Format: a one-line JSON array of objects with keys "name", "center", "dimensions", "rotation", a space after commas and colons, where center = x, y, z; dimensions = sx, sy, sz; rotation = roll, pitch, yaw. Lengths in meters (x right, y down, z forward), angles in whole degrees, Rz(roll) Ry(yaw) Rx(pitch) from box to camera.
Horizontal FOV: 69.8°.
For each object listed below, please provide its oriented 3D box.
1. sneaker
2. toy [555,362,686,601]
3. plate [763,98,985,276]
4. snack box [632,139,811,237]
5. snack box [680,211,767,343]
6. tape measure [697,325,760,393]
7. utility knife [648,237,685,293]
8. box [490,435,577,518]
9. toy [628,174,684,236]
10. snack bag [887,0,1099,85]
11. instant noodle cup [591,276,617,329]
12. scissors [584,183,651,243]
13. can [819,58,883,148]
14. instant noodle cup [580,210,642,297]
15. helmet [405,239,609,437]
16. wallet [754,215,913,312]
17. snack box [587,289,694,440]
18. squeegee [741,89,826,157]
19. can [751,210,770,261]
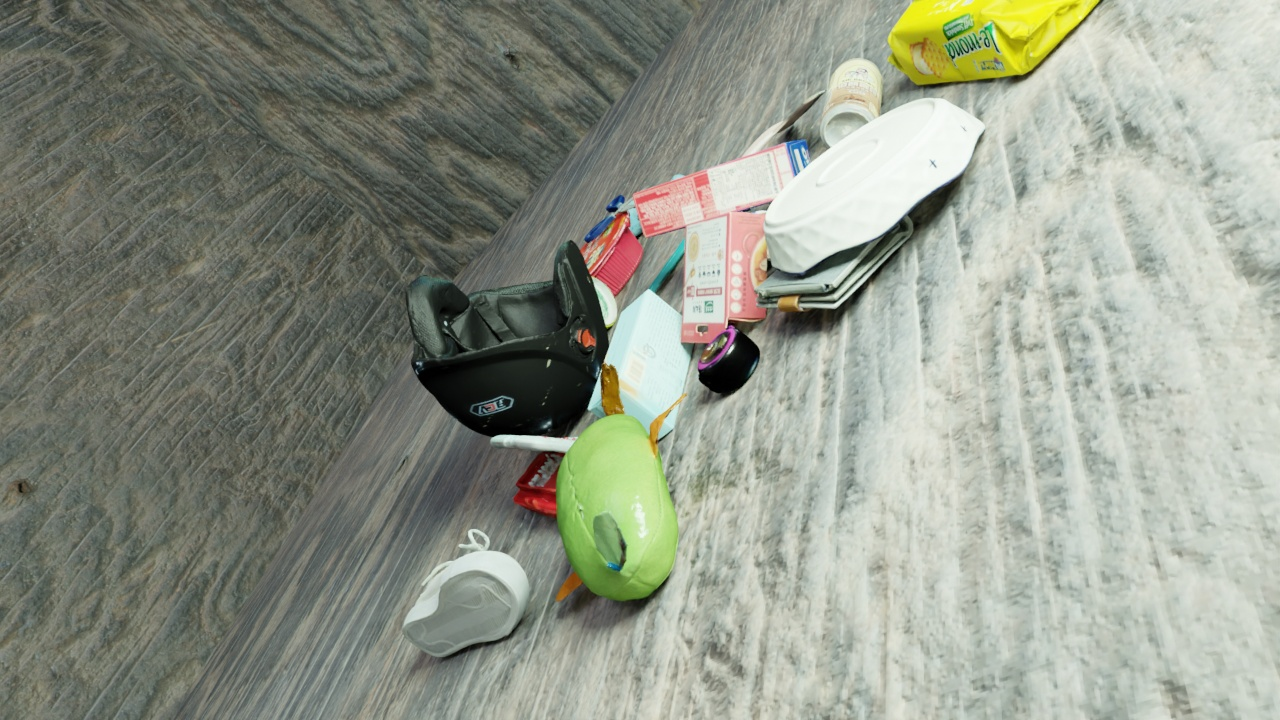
[{"name": "sneaker", "center": [-0.167, 0.232, 0.944], "dimensions": [0.243, 0.089, 0.090], "rotation": [-42, 14, 48]}, {"name": "toy", "center": [-0.023, 0.115, 0.786], "dimensions": [0.227, 0.090, 0.246], "rotation": [-64, 19, 19]}, {"name": "plate", "center": [0.189, -0.155, 0.788], "dimensions": [0.205, 0.045, 0.204], "rotation": [-36, 15, 11]}, {"name": "snack box", "center": [0.093, -0.190, 1.030], "dimensions": [0.208, 0.058, 0.057], "rotation": [-11, 9, 37]}, {"name": "snack box", "center": [0.083, -0.080, 0.926], "dimensions": [0.113, 0.044, 0.127], "rotation": [-172, 84, -70]}, {"name": "tape measure", "center": [0.079, -0.001, 0.842], "dimensions": [0.058, 0.039, 0.056], "rotation": [-33, 25, 46]}, {"name": "utility knife", "center": [0.038, -0.125, 1.242], "dimensions": [0.186, 0.013, 0.029], "rotation": [-55, 15, -15]}, {"name": "box", "center": [-0.110, 0.110, 1.007], "dimensions": [0.095, 0.098, 0.202], "rotation": [-57, 17, -17]}, {"name": "toy", "center": [0.008, -0.248, 1.513], "dimensions": [0.161, 0.050, 0.156], "rotation": [-47, 19, 1]}, {"name": "snack bag", "center": [0.326, -0.333, 0.829], "dimensions": [0.158, 0.068, 0.246], "rotation": [-51, 18, 4]}, {"name": "instant noodle cup", "center": [-0.102, -0.063, 1.338], "dimensions": [0.124, 0.111, 0.111], "rotation": [-29, 27, 35]}, {"name": "scissors", "center": [-0.034, -0.238, 1.444], "dimensions": [0.163, 0.012, 0.162], "rotation": [-40, 20, 26]}, {"name": "can", "center": [0.226, -0.271, 0.976], "dimensions": [0.059, 0.058, 0.116], "rotation": [-37, 22, 40]}, {"name": "instant noodle cup", "center": [-0.061, -0.145, 1.453], "dimensions": [0.194, 0.066, 0.193], "rotation": [-45, 19, 20]}, {"name": "helmet", "center": [-0.155, -0.013, 1.131], "dimensions": [0.234, 0.230, 0.274], "rotation": [-12, 23, 19]}, {"name": "wallet", "center": [0.162, -0.079, 0.792], "dimensions": [0.106, 0.037, 0.130], "rotation": [-44, 16, -14]}, {"name": "snack box", "center": [0.006, 0.006, 0.957], "dimensions": [0.052, 0.074, 0.174], "rotation": [-39, 21, 35]}, {"name": "squeegee", "center": [0.121, -0.207, 1.110], "dimensions": [0.250, 0.040, 0.247], "rotation": [-58, 3, 6]}, {"name": "can", "center": [0.109, -0.131, 1.003], "dimensions": [0.053, 0.053, 0.135], "rotation": [-55, 17, -10]}]
